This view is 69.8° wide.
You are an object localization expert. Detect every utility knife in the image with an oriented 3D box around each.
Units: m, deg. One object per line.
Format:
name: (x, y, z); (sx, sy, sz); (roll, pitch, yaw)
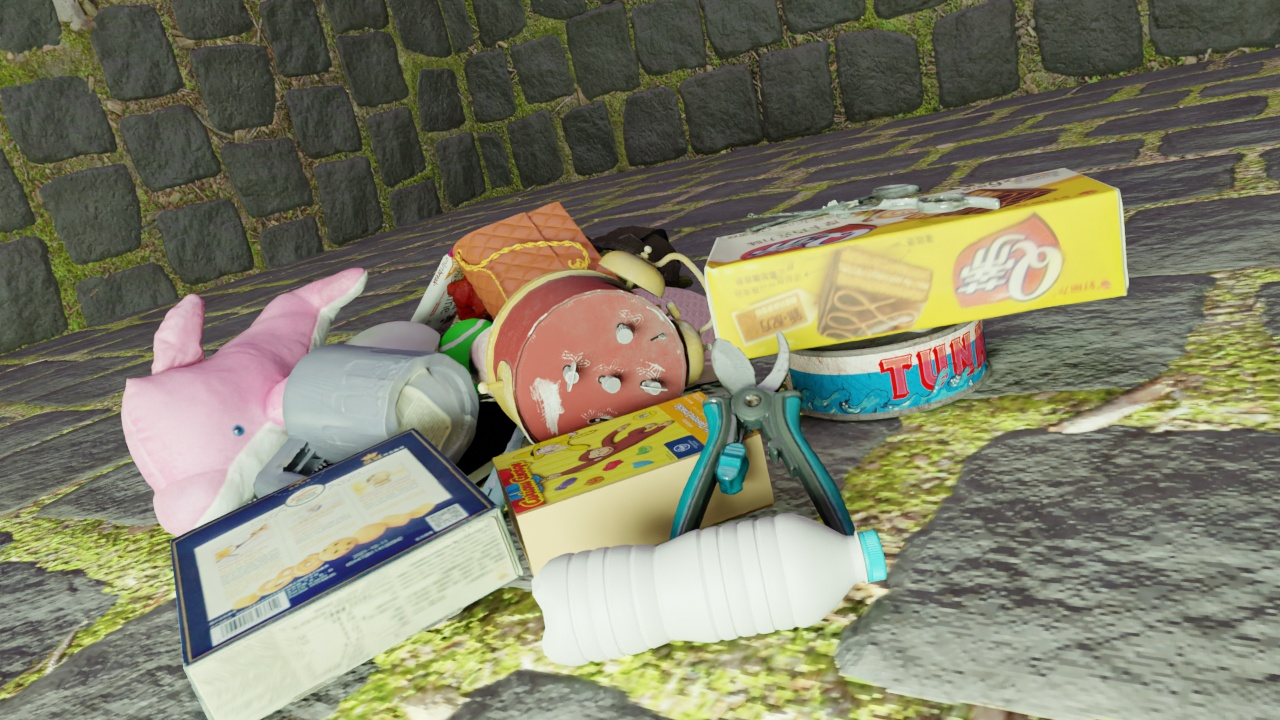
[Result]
utility knife: (-0.085, 0.072, 0.562); (0.022, 0.015, 0.165); (-15, 17, 8)

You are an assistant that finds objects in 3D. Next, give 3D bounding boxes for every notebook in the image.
notebook: (-0.160, 0.073, 0.638); (0.149, 0.016, 0.206); (-1, 20, 35)

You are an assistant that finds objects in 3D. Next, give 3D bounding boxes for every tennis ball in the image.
tennis ball: (-0.143, -0.004, 0.798); (0.065, 0.065, 0.065); (-13, 16, 3)

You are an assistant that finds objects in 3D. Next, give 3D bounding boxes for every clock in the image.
clock: (-0.018, -0.004, 0.578); (0.158, 0.117, 0.081); (-37, 23, -8)

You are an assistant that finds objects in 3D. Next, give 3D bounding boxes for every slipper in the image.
slipper: (-0.017, -0.004, 0.681); (0.221, 0.056, 0.106); (-9, 40, -24)

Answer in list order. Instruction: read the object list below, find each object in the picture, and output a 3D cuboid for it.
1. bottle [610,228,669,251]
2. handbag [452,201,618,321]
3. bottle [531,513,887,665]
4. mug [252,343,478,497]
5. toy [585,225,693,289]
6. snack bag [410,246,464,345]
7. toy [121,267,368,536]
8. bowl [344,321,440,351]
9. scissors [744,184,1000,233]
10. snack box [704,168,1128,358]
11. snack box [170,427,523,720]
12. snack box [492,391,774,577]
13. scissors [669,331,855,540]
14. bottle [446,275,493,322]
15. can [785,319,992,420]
bottle: (-0.053, -0.112, 1.113); (0.182, 0.059, 0.059); (-11, 16, 9)
handbag: (-0.081, -0.061, 0.793); (0.108, 0.060, 0.172); (-23, 54, -20)
bottle: (0.027, 0.089, 0.364); (0.136, 0.044, 0.044); (-12, 16, 7)
mug: (-0.180, 0.046, 0.597); (0.104, 0.084, 0.123); (3, 46, 36)
toy: (-0.019, -0.090, 0.934); (0.179, 0.078, 0.152); (18, 22, 13)
snack bag: (-0.200, -0.058, 0.933); (0.070, 0.016, 0.197); (-33, -13, -49)
toy: (-0.306, 0.011, 0.689); (0.187, 0.128, 0.264); (-30, 29, 25)
bowl: (-0.242, 0.010, 0.780); (0.150, 0.043, 0.149); (-31, 23, 14)
scissors: (0.140, -0.095, 0.561); (0.175, 0.014, 0.141); (6, 22, 45)
snack box: (0.160, -0.060, 0.566); (0.230, 0.062, 0.109); (-10, 16, 13)
snack box: (-0.152, 0.098, 0.458); (0.144, 0.043, 0.145); (-26, 22, -22)
snack box: (-0.007, 0.064, 0.488); (0.125, 0.040, 0.088); (-17, 16, -12)
scissors: (0.059, 0.047, 0.427); (0.124, 0.019, 0.154); (23, 57, 28)
bottle: (-0.131, -0.041, 0.876); (0.111, 0.099, 0.098); (17, 28, 24)
can: (0.154, -0.007, 0.589); (0.130, 0.044, 0.129); (-13, 15, 3)
